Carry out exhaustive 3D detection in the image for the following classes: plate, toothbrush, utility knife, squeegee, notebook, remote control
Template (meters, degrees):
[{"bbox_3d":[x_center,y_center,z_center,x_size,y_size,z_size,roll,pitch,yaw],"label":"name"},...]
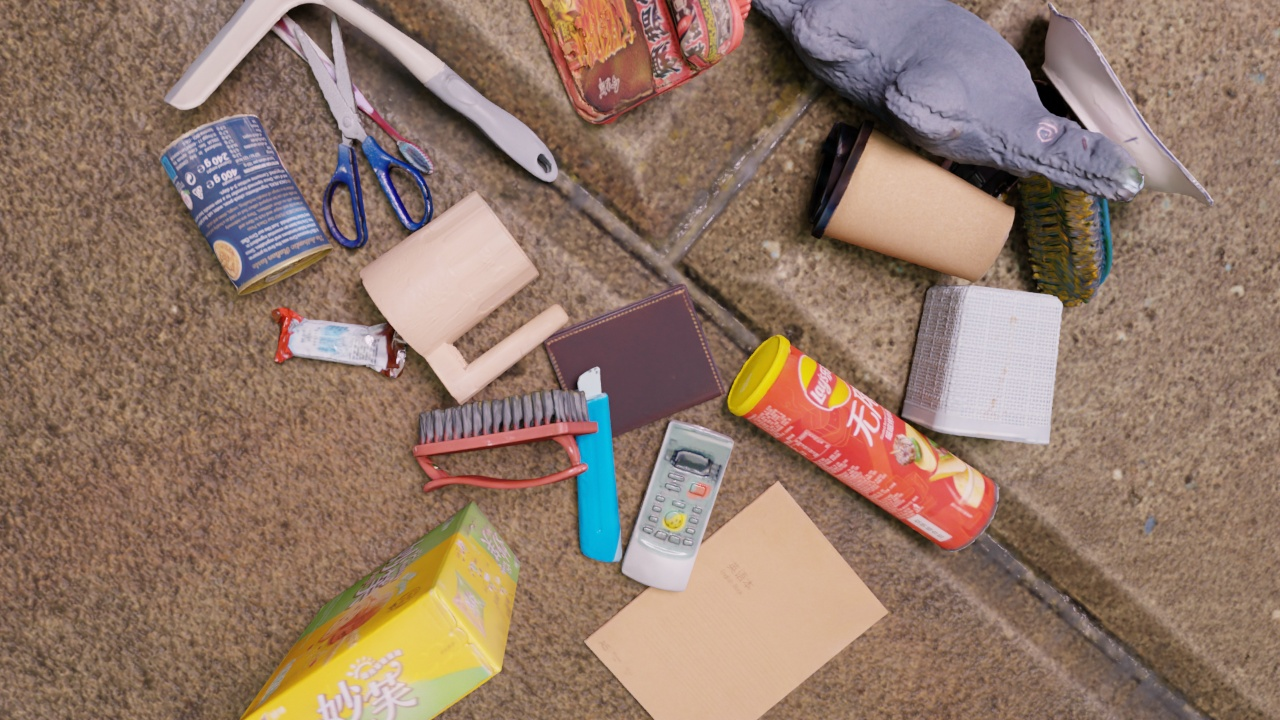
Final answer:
[{"bbox_3d":[0.336,-0.179,0.662,0.034,0.163,0.164,-37,103,28],"label":"plate"},{"bbox_3d":[-0.225,-0.208,0.684,0.016,0.017,0.187,-44,99,6],"label":"toothbrush"},{"bbox_3d":[-0.035,0.084,0.726,0.034,0.018,0.166,-2,108,1],"label":"utility knife"},{"bbox_3d":[-0.157,-0.209,0.660,0.246,0.039,0.246,36,76,-17],"label":"squeegee"},{"bbox_3d":[0.080,0.223,0.770,0.211,0.012,0.149,-40,97,3],"label":"notebook"},{"bbox_3d":[0.029,0.118,0.742,0.056,0.019,0.135,18,94,-2],"label":"remote control"}]

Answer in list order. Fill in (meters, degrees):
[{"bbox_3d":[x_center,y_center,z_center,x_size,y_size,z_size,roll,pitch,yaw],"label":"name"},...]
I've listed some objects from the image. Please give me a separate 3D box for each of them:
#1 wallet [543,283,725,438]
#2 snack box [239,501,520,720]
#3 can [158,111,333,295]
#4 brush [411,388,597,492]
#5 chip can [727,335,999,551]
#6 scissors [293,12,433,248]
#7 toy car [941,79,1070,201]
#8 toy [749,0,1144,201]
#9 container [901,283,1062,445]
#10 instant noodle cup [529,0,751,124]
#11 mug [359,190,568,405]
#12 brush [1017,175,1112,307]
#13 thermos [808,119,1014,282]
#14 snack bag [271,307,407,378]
[{"bbox_3d":[-0.004,0.004,0.729,0.122,0.020,0.096,-21,95,0],"label":"wallet"},{"bbox_3d":[-0.172,0.194,0.649,0.157,0.210,0.070,-35,98,0],"label":"snack box"},{"bbox_3d":[-0.285,-0.113,0.664,0.075,0.075,0.111,-28,99,0],"label":"can"},{"bbox_3d":[-0.109,0.064,0.694,0.146,0.063,0.069,-10,83,21],"label":"brush"},{"bbox_3d":[0.175,0.067,0.722,0.216,0.073,0.073,34,95,-7],"label":"chip can"},{"bbox_3d":[-0.204,-0.166,0.680,0.147,0.012,0.169,19,108,4],"label":"scissors"},{"bbox_3d":[0.281,-0.165,0.715,0.122,0.037,0.056,-43,105,-9],"label":"toy car"},{"bbox_3d":[0.187,-0.211,0.644,0.356,0.137,0.092,39,118,18],"label":"toy"},{"bbox_3d":[0.266,0.000,0.712,0.090,0.090,0.111,7,95,-5],"label":"container"},{"bbox_3d":[-0.002,-0.265,0.632,0.078,0.189,0.164,-29,102,-35],"label":"instant noodle cup"},{"bbox_3d":[-0.127,-0.048,0.676,0.103,0.084,0.124,-37,85,0],"label":"mug"},{"bbox_3d":[0.329,-0.114,0.702,0.073,0.055,0.144,-50,129,-34],"label":"brush"},{"bbox_3d":[0.194,-0.114,0.678,0.143,0.093,0.093,24,96,4],"label":"thermos"},{"bbox_3d":[-0.233,-0.014,0.707,0.105,0.026,0.045,7,89,-6],"label":"snack bag"}]
